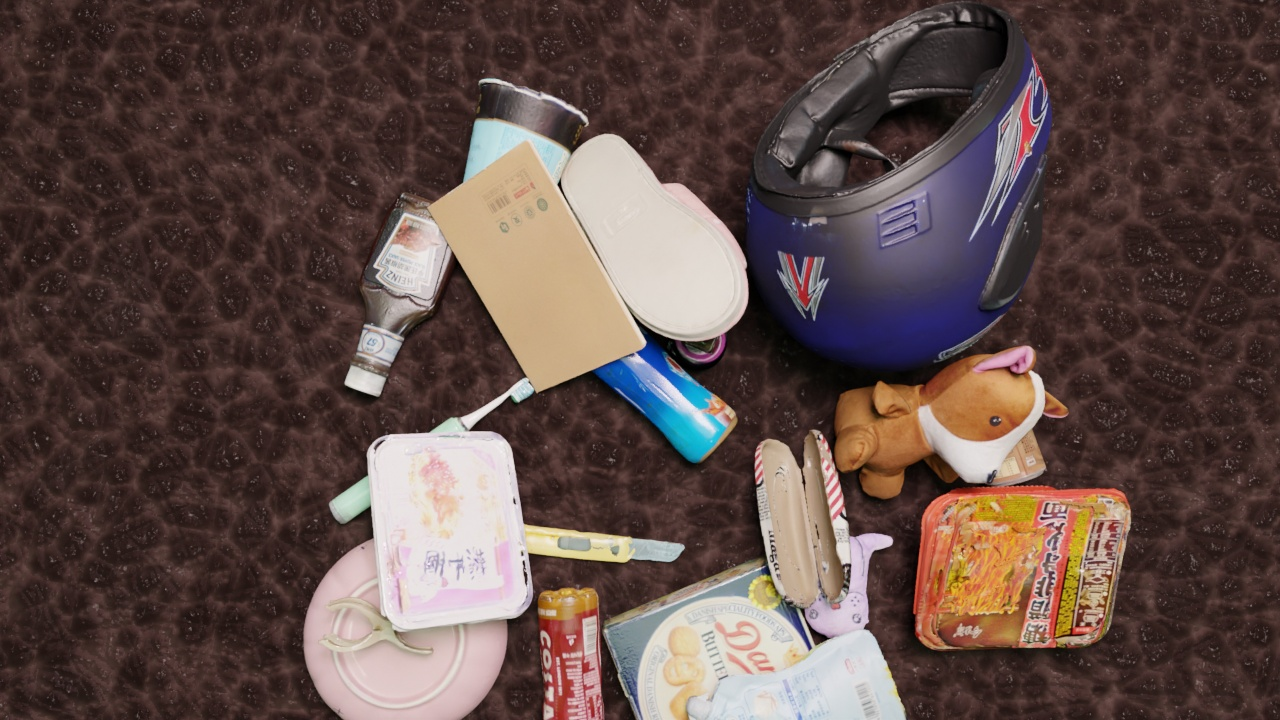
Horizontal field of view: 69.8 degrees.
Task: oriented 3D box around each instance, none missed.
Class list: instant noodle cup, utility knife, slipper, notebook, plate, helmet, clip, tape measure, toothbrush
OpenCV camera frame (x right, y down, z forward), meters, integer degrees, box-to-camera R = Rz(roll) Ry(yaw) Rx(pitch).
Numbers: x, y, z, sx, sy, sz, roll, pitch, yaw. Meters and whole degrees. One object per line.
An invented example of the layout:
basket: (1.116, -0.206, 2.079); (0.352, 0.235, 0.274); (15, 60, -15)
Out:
instant noodle cup: (0.340, 0.185, 0.851); (0.189, 0.079, 0.165); (-1, 109, -3)
utility knife: (-0.057, 0.177, 0.890); (0.198, 0.021, 0.031); (7, 88, -6)
slipper: (0.011, -0.115, 0.858); (0.114, 0.054, 0.274); (-42, 55, 7)
notebook: (-0.099, -0.079, 0.845); (0.148, 0.008, 0.207); (-23, 102, 38)
plate: (-0.223, 0.259, 0.859); (0.192, 0.039, 0.192); (0, 84, -2)
instant noodle cup: (-0.120, -0.192, 0.885); (0.111, 0.111, 0.120); (18, 92, 0)
helmet: (0.239, -0.133, 0.821); (0.314, 0.248, 0.240); (-50, 132, -23)
clip: (-0.235, 0.228, 0.825); (0.104, 0.035, 0.081); (-6, 85, -7)
tape measure: (0.056, -0.019, 0.899); (0.058, 0.039, 0.057); (22, 83, 0)
instant noodle cup: (-0.179, 0.155, 0.833); (0.137, 0.061, 0.173); (1, 67, -31)
toothbrush: (-0.200, 0.083, 0.885); (0.224, 0.026, 0.027); (-35, 84, -6)

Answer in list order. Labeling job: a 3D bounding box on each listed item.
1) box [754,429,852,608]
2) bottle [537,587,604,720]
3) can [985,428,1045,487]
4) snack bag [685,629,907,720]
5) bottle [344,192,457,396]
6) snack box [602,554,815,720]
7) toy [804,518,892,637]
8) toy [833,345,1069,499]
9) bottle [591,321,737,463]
box: (0.143, 0.148, 0.856); (0.087, 0.076, 0.162); (-5, 65, -4)
bottle: (-0.063, 0.303, 0.851); (0.057, 0.057, 0.175); (-3, 84, -3)
can: (0.346, 0.061, 0.892); (0.058, 0.058, 0.116); (-18, 85, -4)
snack bag: (0.137, 0.322, 0.822); (0.191, 0.039, 0.110); (-20, 92, -3)
bottle: (-0.235, -0.061, 0.891); (0.080, 0.044, 0.194); (20, 84, -3)
snack box: (0.079, 0.300, 0.863); (0.182, 0.046, 0.178); (-22, 86, -4)
toy: (0.193, 0.212, 0.878); (0.084, 0.039, 0.108); (7, 82, 18)
toy: (0.275, 0.058, 0.830); (0.200, 0.140, 0.130); (-25, 55, 22)
bottle: (-0.005, 0.005, 0.881); (0.218, 0.065, 0.065); (43, 84, 2)
